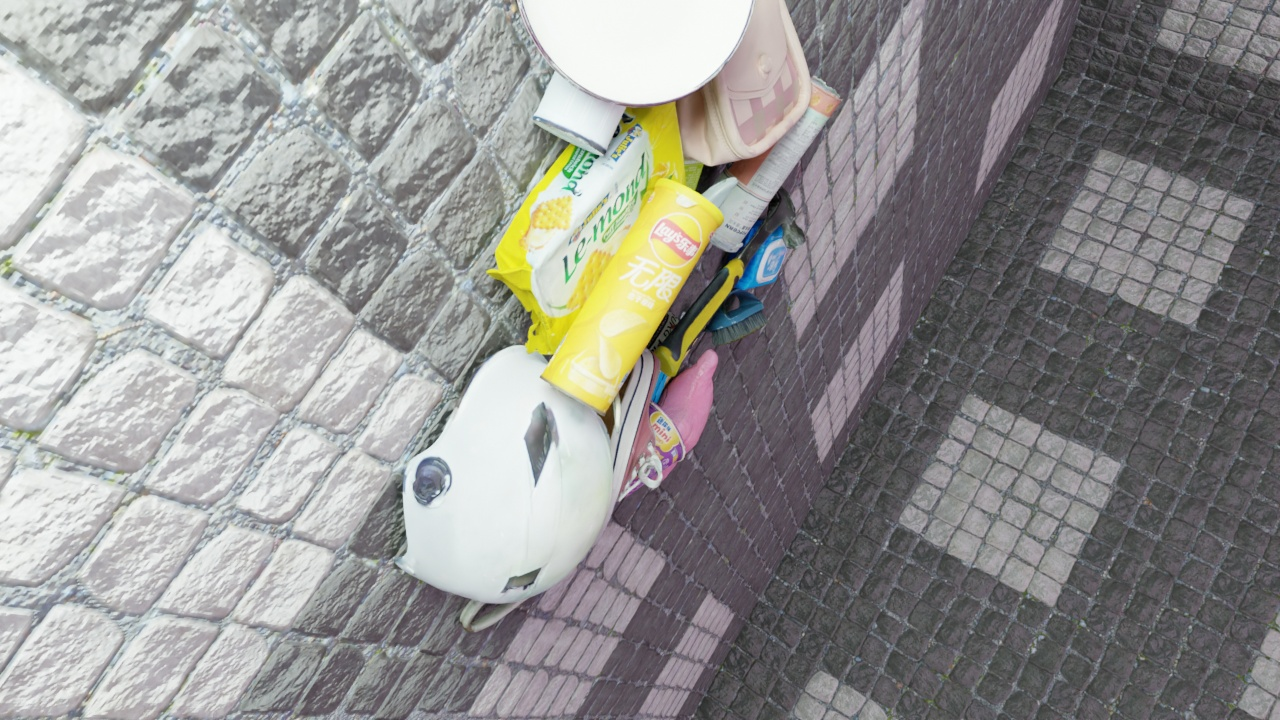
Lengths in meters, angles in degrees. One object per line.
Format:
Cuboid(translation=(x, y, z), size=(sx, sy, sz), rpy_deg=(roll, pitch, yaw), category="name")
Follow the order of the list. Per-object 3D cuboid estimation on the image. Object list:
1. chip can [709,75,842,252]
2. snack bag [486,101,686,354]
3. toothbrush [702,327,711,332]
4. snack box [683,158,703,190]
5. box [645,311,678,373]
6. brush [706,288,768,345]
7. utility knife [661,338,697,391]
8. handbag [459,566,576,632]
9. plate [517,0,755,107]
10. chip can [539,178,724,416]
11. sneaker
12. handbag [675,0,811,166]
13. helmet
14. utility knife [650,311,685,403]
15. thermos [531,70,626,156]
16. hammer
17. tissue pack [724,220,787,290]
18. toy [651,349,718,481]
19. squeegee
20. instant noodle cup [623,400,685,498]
Cuboid(translation=(0.143, -0.231, 1.066), size=(0.215, 0.071, 0.071), rpy_deg=(-55, 163, 25), category="chip can")
Cuboid(translation=(-0.044, -0.130, 0.849), size=(0.246, 0.068, 0.158), rpy_deg=(-54, 157, -19), category="snack bag")
Cuboid(translation=(0.071, -0.034, 1.281), size=(0.191, 0.018, 0.016), rpy_deg=(-18, 131, -60), category="toothbrush")
Cuboid(translation=(0.031, -0.185, 1.006), size=(0.085, 0.026, 0.157), rpy_deg=(-24, 137, -57), category="snack box")
Cuboid(translation=(-0.012, 0.004, 1.123), size=(0.164, 0.064, 0.074), rpy_deg=(-54, 130, -20), category="box")
Cuboid(translation=(0.137, -0.068, 1.329), size=(0.143, 0.055, 0.073), rpy_deg=(-28, 102, -58), category="brush")
Cuboid(translation=(0.057, -0.009, 1.253), size=(0.152, 0.018, 0.030), rpy_deg=(-52, 164, 23), category="utility knife")
Cuboid(translation=(-0.141, 0.253, 1.104), size=(0.178, 0.063, 0.163), rpy_deg=(-57, 156, -3), category="handbag")
Cuboid(translation=(-0.005, -0.287, 0.680), size=(0.192, 0.039, 0.192), rpy_deg=(-7, 109, -21), category="plate")
Cuboid(translation=(-0.007, -0.057, 0.832), size=(0.213, 0.072, 0.072), rpy_deg=(-59, 158, -2), category="chip can")
Cuboid(translation=(-0.019, 0.102, 1.035), size=(0.087, 0.118, 0.241), rpy_deg=(19, 89, -33), category="sneaker")
Cuboid(translation=(0.092, -0.326, 0.898), size=(0.192, 0.093, 0.234), rpy_deg=(-46, 137, -45), category="handbag")
Cuboid(translation=(-0.110, 0.130, 0.903), size=(0.228, 0.146, 0.259), rpy_deg=(-12, 126, -63), category="helmet")
Cuboid(translation=(0.031, 0.004, 1.215), size=(0.034, 0.018, 0.166), rpy_deg=(-16, 137, -47), category="utility knife")
Cuboid(translation=(-0.012, -0.283, 0.744), size=(0.224, 0.073, 0.073), rpy_deg=(-64, 158, 6), category="thermos")
Cuboid(translation=(0.111, -0.108, 1.164), size=(0.322, 0.032, 0.126), rpy_deg=(-52, 129, -29), category="hammer")
Cuboid(translation=(0.173, -0.153, 1.320), size=(0.156, 0.052, 0.095), rpy_deg=(-21, 135, -59), category="tissue pack")
Cuboid(translation=(0.051, 0.088, 1.294), size=(0.179, 0.074, 0.194), rpy_deg=(113, 3, -64), category="toy")
Cuboid(translation=(0.016, -0.082, 0.915), size=(0.247, 0.039, 0.246), rpy_deg=(-58, -165, 15), category="squeegee")
Cuboid(translation=(-0.014, 0.113, 1.157), size=(0.099, 0.111, 0.112), rpy_deg=(-41, 151, -28), category="instant noodle cup")
